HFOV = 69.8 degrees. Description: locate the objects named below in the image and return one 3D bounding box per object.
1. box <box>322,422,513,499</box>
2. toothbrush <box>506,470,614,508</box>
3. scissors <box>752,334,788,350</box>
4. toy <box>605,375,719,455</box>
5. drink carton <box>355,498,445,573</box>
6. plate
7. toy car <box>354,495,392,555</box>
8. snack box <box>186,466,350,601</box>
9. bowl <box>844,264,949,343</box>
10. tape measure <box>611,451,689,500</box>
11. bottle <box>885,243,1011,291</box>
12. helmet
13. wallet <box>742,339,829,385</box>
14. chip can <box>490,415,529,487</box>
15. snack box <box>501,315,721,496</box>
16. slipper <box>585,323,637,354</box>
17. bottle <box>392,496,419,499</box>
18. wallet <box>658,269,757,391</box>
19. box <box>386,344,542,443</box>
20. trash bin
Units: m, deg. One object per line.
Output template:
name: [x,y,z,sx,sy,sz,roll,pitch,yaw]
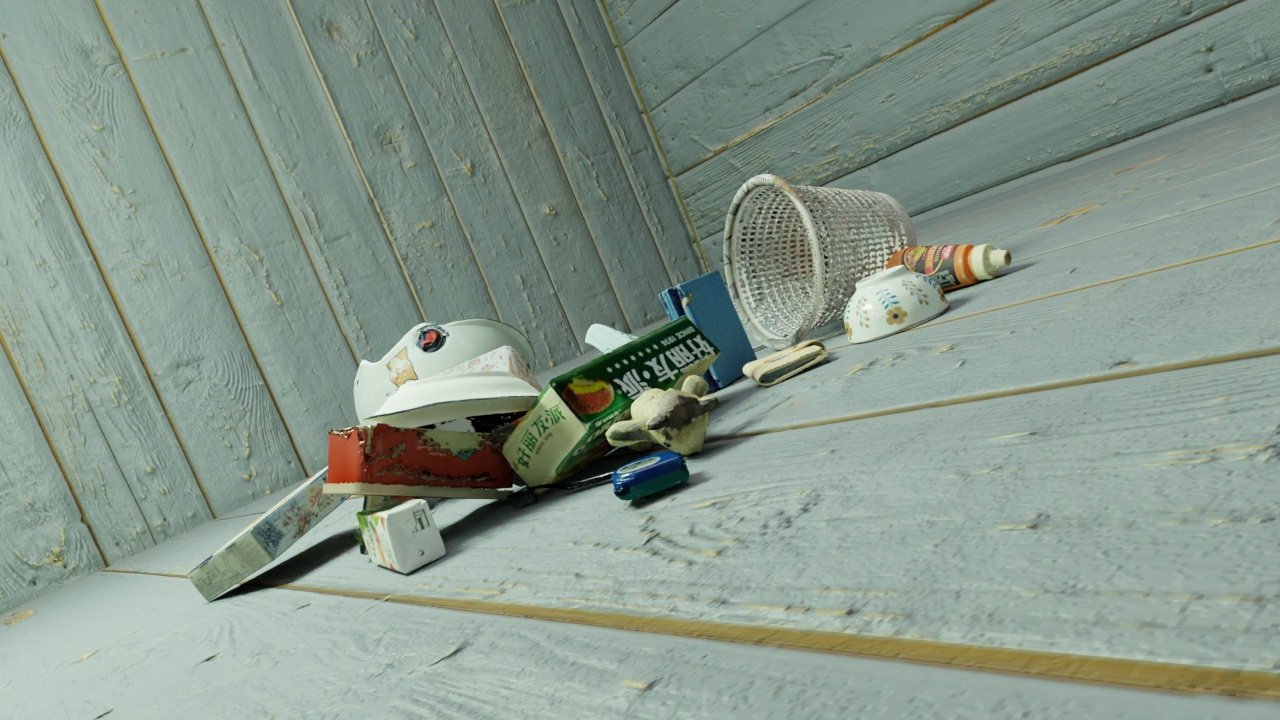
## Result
box: [-0.206,0.091,0.876,0.168,0.079,0.092,9,-12,-41]
toothbrush: [-0.045,0.108,0.810,0.190,0.016,0.014,-17,-3,30]
scissors: [0.129,-0.008,1.328,0.174,0.014,0.136,-25,6,-25]
toy: [0.019,0.057,0.814,0.105,0.066,0.157,-24,-2,-15]
drink carton: [-0.214,0.153,0.815,0.045,0.053,0.123,-20,2,-28]
plate: [-0.176,0.036,0.887,0.163,0.034,0.164,-8,-6,-2]
toy car: [-0.262,0.146,0.910,0.035,0.090,0.042,5,-4,-13]
snack box: [-0.415,0.188,1.075,0.178,0.046,0.182,-31,10,37]
bowl: [0.273,-0.066,1.007,0.113,0.062,0.113,-24,4,2]
tape measure: [0.007,0.088,0.686,0.058,0.025,0.054,-19,2,-4]
bottle: [0.372,-0.112,1.103,0.066,0.067,0.150,-26,13,-40]
helmet: [-0.279,0.072,1.328,0.274,0.230,0.156,-21,47,7]
wallet: [0.160,0.000,1.008,0.087,0.024,0.115,-21,3,0]
chip can: [-0.072,0.068,1.023,0.073,0.073,0.216,-19,6,37]
snack box: [-0.023,0.040,0.927,0.239,0.063,0.115,-27,-19,-50]
slipper: [-0.007,0.007,1.182,0.104,0.074,0.245,20,2,-29]
bottle: [-0.301,0.158,1.154,0.059,0.060,0.206,-23,4,-6]
wallet: [0.085,-0.036,1.107,0.040,0.133,0.106,-23,2,44]
box: [-0.184,0.094,1.155,0.179,0.126,0.273,-22,-24,8]
trash bin: [0.246,-0.140,1.220,0.191,0.227,0.228,-10,-1,-23]
